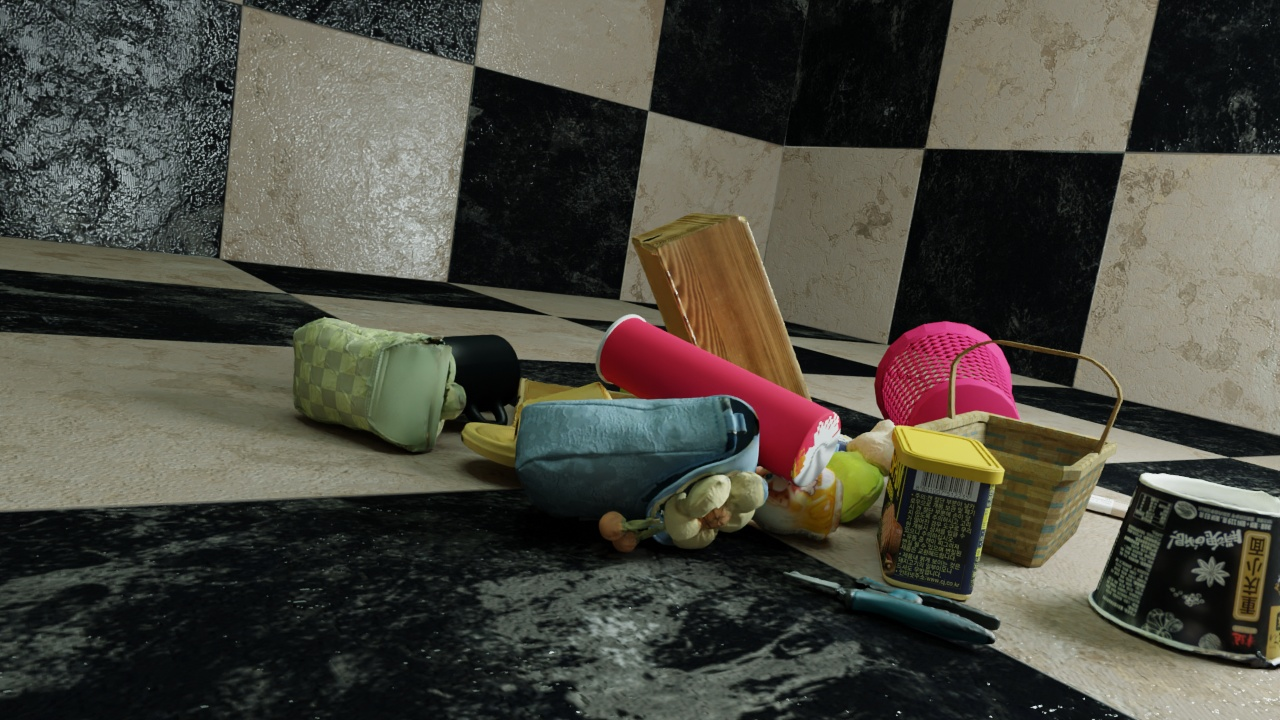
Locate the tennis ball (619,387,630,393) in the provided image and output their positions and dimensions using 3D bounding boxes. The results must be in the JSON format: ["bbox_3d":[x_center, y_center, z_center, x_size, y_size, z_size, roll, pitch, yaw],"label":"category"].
[{"bbox_3d":[0.005,0.041,1.211,0.065,0.065,0.065,9,8,-1],"label":"tennis ball"}]

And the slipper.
[{"bbox_3d":[-0.032,0.064,0.840,0.263,0.078,0.099,6,10,-3],"label":"slipper"}]

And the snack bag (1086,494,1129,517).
[{"bbox_3d":[0.530,0.167,1.082,0.158,0.013,0.057,13,7,28],"label":"snack bag"}]

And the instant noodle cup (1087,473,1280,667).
[{"bbox_3d":[0.428,0.152,0.703,0.137,0.112,0.137,8,8,-1],"label":"instant noodle cup"}]

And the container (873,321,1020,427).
[{"bbox_3d":[0.404,0.062,1.186,0.183,0.183,0.225,10,15,9],"label":"container"}]

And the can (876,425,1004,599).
[{"bbox_3d":[0.238,0.120,0.748,0.075,0.104,0.135,10,8,10],"label":"can"}]

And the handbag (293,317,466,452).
[{"bbox_3d":[-0.257,0.019,0.918,0.187,0.113,0.116,12,1,27],"label":"handbag"}]

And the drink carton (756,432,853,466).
[{"bbox_3d":[0.186,0.102,1.068,0.130,0.040,0.064,7,9,-17],"label":"drink carton"}]

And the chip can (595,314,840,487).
[{"bbox_3d":[0.062,0.031,0.799,0.221,0.069,0.069,28,17,35],"label":"chip can"}]

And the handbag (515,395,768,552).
[{"bbox_3d":[0.000,0.090,0.705,0.192,0.118,0.122,0,-32,0],"label":"handbag"}]

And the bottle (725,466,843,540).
[{"bbox_3d":[0.117,0.117,0.790,0.108,0.063,0.063,8,8,7],"label":"bottle"}]

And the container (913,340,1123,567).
[{"bbox_3d":[0.373,0.078,0.902,0.158,0.186,0.249,14,9,34],"label":"container"}]

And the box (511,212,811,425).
[{"bbox_3d":[-0.001,0.021,1.034,0.315,0.282,0.279,-24,11,-3],"label":"box"}]

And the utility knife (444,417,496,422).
[{"bbox_3d":[-0.235,0.058,0.994,0.179,0.016,0.022,6,21,-16],"label":"utility knife"}]

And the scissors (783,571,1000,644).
[{"bbox_3d":[0.175,0.169,0.638,0.128,0.019,0.140,5,6,-20],"label":"scissors"}]

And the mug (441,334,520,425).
[{"bbox_3d":[-0.185,0.029,0.997,0.094,0.085,0.121,-6,55,-53],"label":"mug"}]

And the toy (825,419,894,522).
[{"bbox_3d":[0.211,0.104,0.880,0.046,0.115,0.092,47,-6,-17],"label":"toy"}]
